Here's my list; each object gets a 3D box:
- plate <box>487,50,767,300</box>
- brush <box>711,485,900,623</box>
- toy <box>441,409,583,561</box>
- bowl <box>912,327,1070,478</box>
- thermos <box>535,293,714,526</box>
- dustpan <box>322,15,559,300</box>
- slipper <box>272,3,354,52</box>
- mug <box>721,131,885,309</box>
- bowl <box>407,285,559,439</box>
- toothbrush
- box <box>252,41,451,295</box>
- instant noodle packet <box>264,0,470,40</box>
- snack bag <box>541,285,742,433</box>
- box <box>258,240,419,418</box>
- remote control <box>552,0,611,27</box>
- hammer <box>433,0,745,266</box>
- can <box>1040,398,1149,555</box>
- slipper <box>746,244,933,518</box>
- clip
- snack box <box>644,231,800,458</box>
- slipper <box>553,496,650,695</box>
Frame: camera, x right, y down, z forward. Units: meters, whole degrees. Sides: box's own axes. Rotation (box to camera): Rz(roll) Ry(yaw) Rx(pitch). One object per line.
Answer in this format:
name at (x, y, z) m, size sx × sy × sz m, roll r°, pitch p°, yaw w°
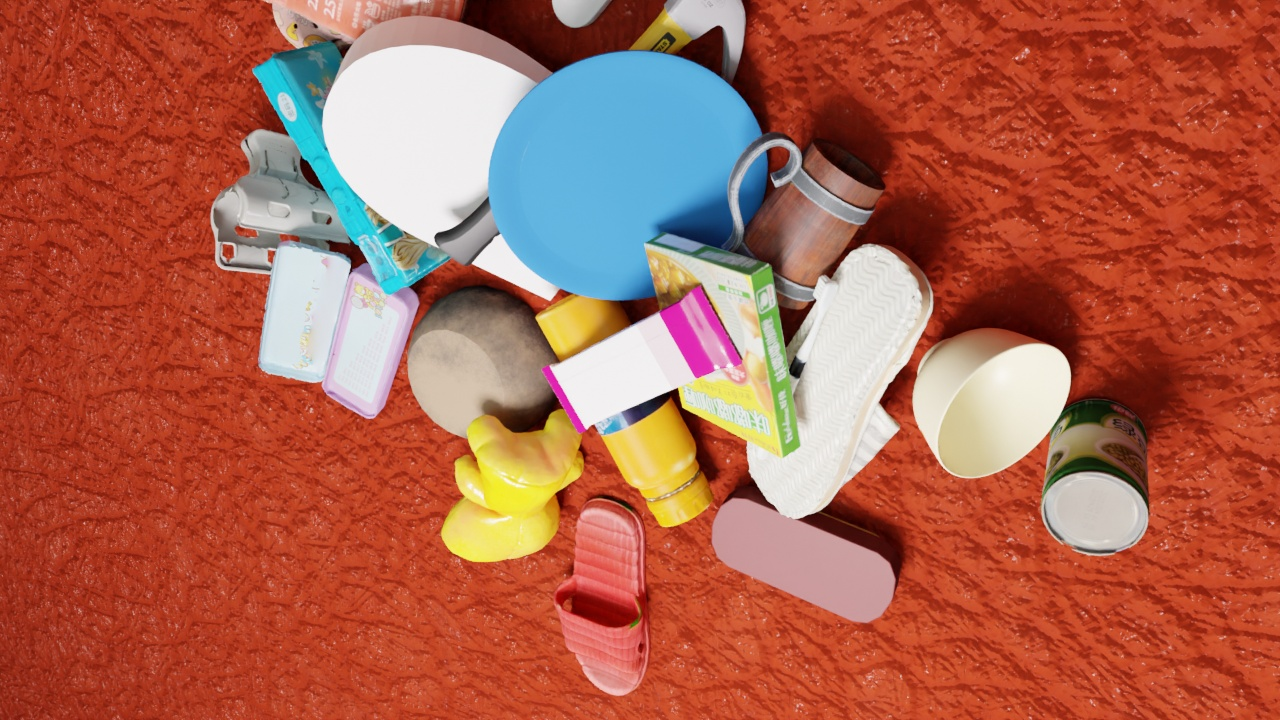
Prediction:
plate at (-0.010, -0.146, 0.744) m, size 0.224 × 0.024 × 0.225 m, roll -4°, pitch 131°, yaw -5°
brush at (0.153, 0.174, 0.851) m, size 0.173 × 0.041 × 0.082 m, roll 21°, pitch 120°, yaw 18°
toy at (-0.120, 0.137, 0.922) m, size 0.194 × 0.134 × 0.087 m, roll 114°, pitch 144°, yaw -42°
bowl at (0.254, 0.020, 0.702) m, size 0.074 × 0.117 × 0.118 m, roll -126°, pitch 39°, yaw -51°
thermos at (-0.009, 0.041, 0.864) m, size 0.076 × 0.091 × 0.232 m, roll -28°, pitch 99°, yaw 6°
dustpan at (-0.140, -0.183, 0.797) m, size 0.257 × 0.053 × 0.192 m, roll 25°, pitch 129°, yaw -25°
slipper at (-0.272, -0.347, 0.815) m, size 0.198 × 0.081 × 0.093 m, roll -25°, pitch 98°, yaw 32°
mug at (0.114, -0.113, 0.706) m, size 0.117 × 0.081 × 0.111 m, roll 19°, pitch 123°, yaw -23°
bowl at (-0.167, 0.010, 0.928) m, size 0.162 × 0.070 × 0.162 m, roll 11°, pitch 117°, yaw 23°
toothbrush at (0.124, 0.010, 0.750) m, size 0.017 × 0.012 × 0.187 m, roll -117°, pitch 32°, yaw -45°
box at (-0.268, -0.183, 0.881) m, size 0.086 × 0.168 × 0.227 m, roll -29°, pitch 105°, yaw -6°
instant noodle packet at (-0.239, -0.347, 0.733) m, size 0.220 × 0.083 × 0.165 m, roll 15°, pitch 125°, yaw -15°
snack bag at (-0.005, 0.005, 0.771) m, size 0.197 × 0.016 × 0.070 m, roll -26°, pitch 95°, yaw 40°
box at (-0.326, -0.031, 0.977) m, size 0.151 × 0.040 × 0.215 m, roll 23°, pitch 136°, yaw -10°
remote control at (-0.023, -0.323, 0.733) m, size 0.043 × 0.013 × 0.137 m, roll 50°, pitch 125°, yaw 0°
hammer at (-0.049, -0.188, 0.737) m, size 0.127 × 0.029 × 0.324 m, roll 35°, pitch 117°, yaw -30°
can at (0.330, 0.081, 0.666) m, size 0.067 × 0.120 × 0.067 m, roll 12°, pitch 117°, yaw 23°
slipper at (0.162, 0.023, 0.753) m, size 0.114 × 0.053 × 0.273 m, roll 46°, pitch 137°, yaw 30°
clip at (-0.358, -0.161, 0.927) m, size 0.105 × 0.126 × 0.151 m, roll 6°, pitch 92°, yaw 35°
snack box at (0.066, -0.014, 0.750) m, size 0.132 × 0.027 × 0.168 m, roll 26°, pitch 138°, yaw 49°
slipper at (-0.043, 0.265, 0.988) m, size 0.104 × 0.059 × 0.249 m, roll 10°, pitch 115°, yaw 23°
